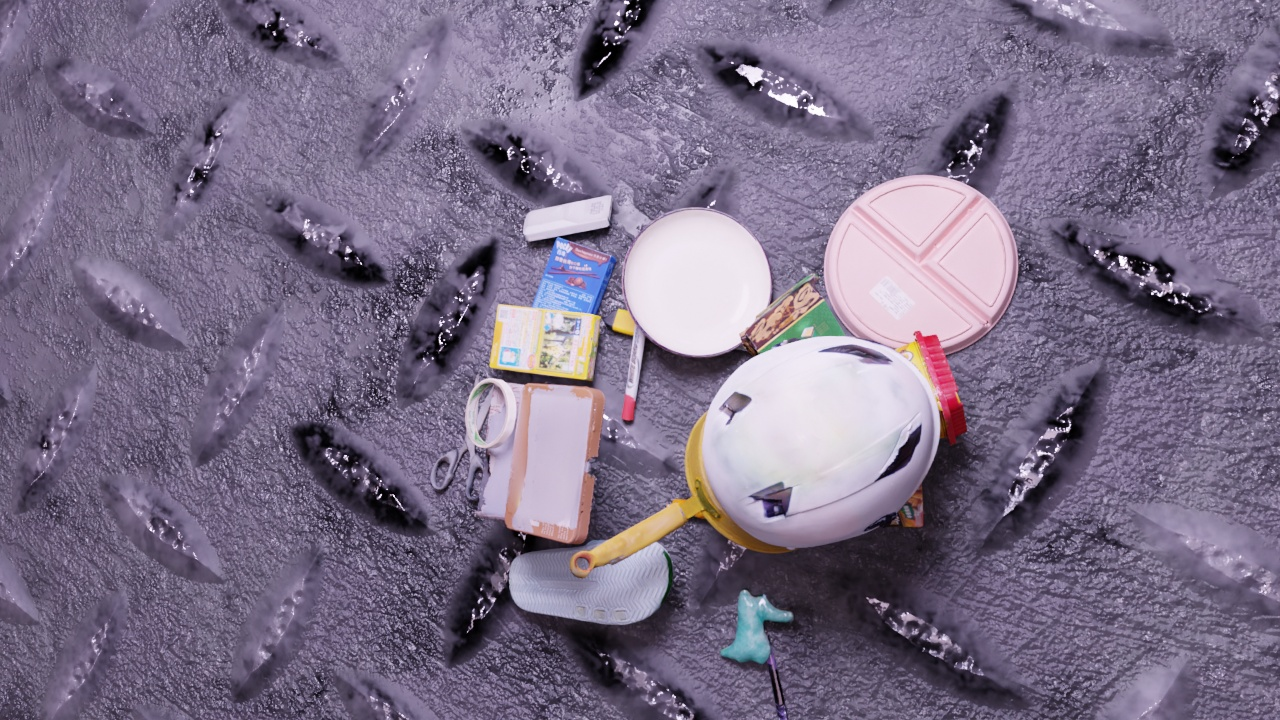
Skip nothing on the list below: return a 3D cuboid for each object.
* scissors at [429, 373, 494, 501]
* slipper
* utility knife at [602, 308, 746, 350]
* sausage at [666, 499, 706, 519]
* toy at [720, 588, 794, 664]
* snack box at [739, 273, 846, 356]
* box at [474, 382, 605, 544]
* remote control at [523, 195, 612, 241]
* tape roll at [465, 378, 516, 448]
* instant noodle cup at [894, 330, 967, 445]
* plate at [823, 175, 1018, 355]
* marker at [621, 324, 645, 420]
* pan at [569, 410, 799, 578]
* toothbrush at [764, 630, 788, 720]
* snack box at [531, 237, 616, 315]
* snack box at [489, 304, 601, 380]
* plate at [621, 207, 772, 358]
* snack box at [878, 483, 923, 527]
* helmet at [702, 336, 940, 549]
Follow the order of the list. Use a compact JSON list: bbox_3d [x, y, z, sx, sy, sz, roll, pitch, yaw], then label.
[{"bbox_3d":[-0.239,0.111,1.272,0.164,0.014,0.164,-28,78,10],"label":"scissors"},{"bbox_3d":[-0.062,0.282,1.182,0.246,0.074,0.104,-10,84,30],"label":"slipper"},{"bbox_3d":[0.057,-0.034,1.198,0.223,0.015,0.033,12,73,16],"label":"utility knife"},{"bbox_3d":[0.113,0.194,1.163,0.165,0.021,0.021,5,87,16],"label":"sausage"},{"bbox_3d":[0.144,0.330,1.137,0.097,0.030,0.092,-1,86,28],"label":"toy"},{"bbox_3d":[0.197,-0.019,1.101,0.117,0.118,0.105,-39,75,4],"label":"snack box"},{"bbox_3d":[-0.125,0.117,1.130,0.136,0.270,0.179,9,86,-16],"label":"box"},{"bbox_3d":[-0.098,-0.193,1.241,0.125,0.024,0.048,-8,49,14],"label":"remote control"},{"bbox_3d":[-0.184,0.065,1.121,0.086,0.013,0.085,-9,77,42],"label":"tape roll"},{"bbox_3d":[0.300,0.044,1.065,0.124,0.116,0.116,-18,55,14],"label":"instant noodle cup"},{"bbox_3d":[0.340,-0.117,1.122,0.230,0.028,0.229,-1,86,15],"label":"plate"},{"bbox_3d":[-0.007,0.007,1.197,0.017,0.017,0.145,12,103,16],"label":"marker"},{"bbox_3d":[0.080,0.161,1.067,0.356,0.078,0.197,-21,72,-28],"label":"pan"},{"bbox_3d":[0.173,0.429,1.132,0.014,0.016,0.189,-15,80,19],"label":"toothbrush"},{"bbox_3d":[-0.099,-0.079,1.240,0.084,0.026,0.157,21,92,16],"label":"snack box"},{"bbox_3d":[-0.126,-0.024,1.213,0.140,0.033,0.087,6,88,18],"label":"snack box"},{"bbox_3d":[0.071,-0.097,1.168,0.192,0.039,0.192,1,84,-6],"label":"plate"},{"bbox_3d":[0.287,0.138,1.064,0.075,0.154,0.026,-4,43,15],"label":"snack box"},{"bbox_3d":[0.179,0.077,0.958,0.259,0.145,0.229,-26,74,15],"label":"helmet"}]
